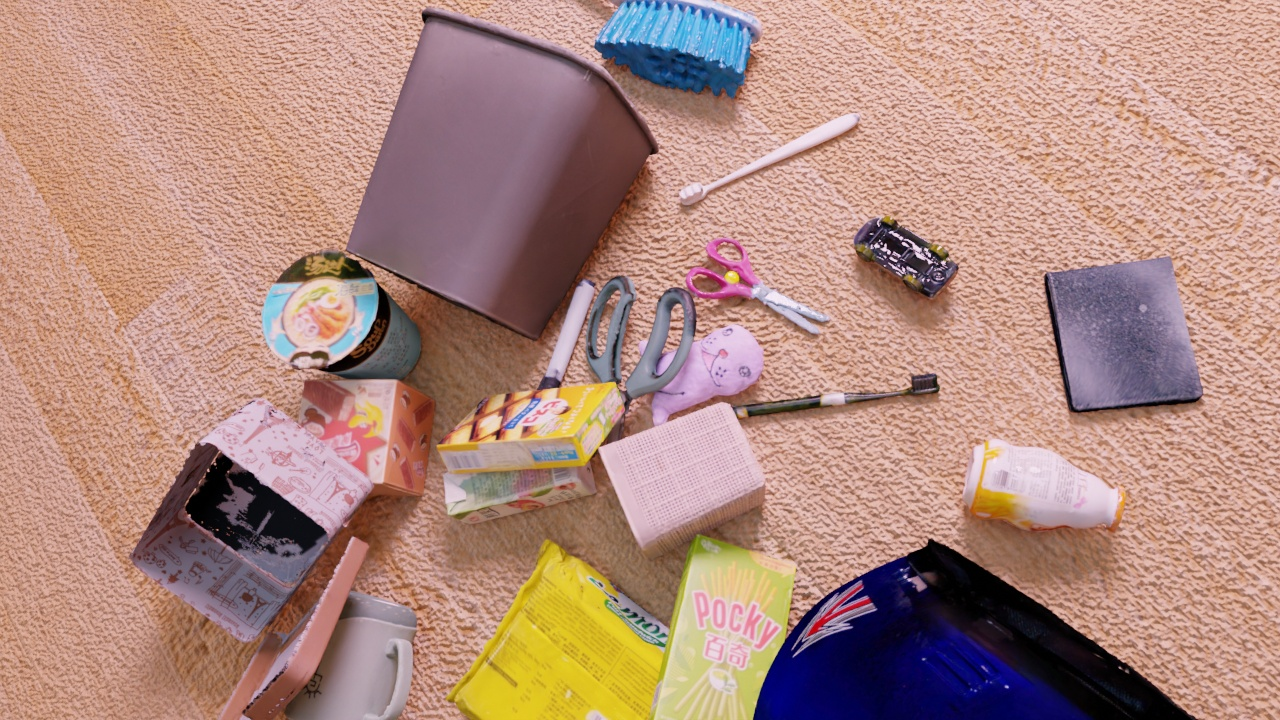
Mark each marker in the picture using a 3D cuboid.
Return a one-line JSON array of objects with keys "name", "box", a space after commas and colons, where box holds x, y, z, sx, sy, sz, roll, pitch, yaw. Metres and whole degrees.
[{"name": "marker", "box": [-0.071, -0.014, 0.844, 0.023, 0.018, 0.130, 13, 78, 26]}]

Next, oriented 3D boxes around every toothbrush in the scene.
[{"name": "toothbrush", "box": [0.119, -0.188, 0.847, 0.180, 0.016, 0.016, -24, 72, 6]}, {"name": "toothbrush", "box": [0.156, 0.031, 0.774, 0.186, 0.017, 0.012, -8, 34, 12]}]

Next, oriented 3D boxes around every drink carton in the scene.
[{"name": "drink carton", "box": [-0.106, 0.105, 0.799, 0.122, 0.053, 0.045, -15, 69, 9]}]

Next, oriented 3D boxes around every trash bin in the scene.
[{"name": "trash bin", "box": [-0.129, -0.153, 0.815, 0.199, 0.199, 0.219, 25, 88, 21]}]

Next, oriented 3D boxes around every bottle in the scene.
[{"name": "bottle", "box": [0.303, 0.099, 0.692, 0.108, 0.063, 0.063, 12, 77, 17]}]

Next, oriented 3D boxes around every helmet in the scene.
[{"name": "helmet", "box": [0.217, 0.280, 0.575, 0.315, 0.247, 0.240, 33, 99, -2]}]

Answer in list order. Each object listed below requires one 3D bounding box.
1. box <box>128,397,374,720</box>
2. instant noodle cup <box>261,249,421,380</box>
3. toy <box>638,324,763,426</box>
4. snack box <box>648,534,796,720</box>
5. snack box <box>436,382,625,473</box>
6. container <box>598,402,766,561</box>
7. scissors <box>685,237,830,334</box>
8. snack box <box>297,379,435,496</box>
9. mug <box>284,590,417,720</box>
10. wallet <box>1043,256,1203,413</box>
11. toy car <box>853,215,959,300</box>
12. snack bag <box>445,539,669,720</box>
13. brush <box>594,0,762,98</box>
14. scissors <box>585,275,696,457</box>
[{"name": "box", "box": [-0.328, 0.168, 0.730, 0.157, 0.217, 0.181, 34, 121, -17]}, {"name": "instant noodle cup", "box": [-0.263, -0.027, 0.841, 0.111, 0.120, 0.111, -4, 72, 12]}, {"name": "toy", "box": [0.054, 0.005, 0.795, 0.108, 0.039, 0.083, -20, 65, 12]}, {"name": "snack box", "box": [0.064, 0.215, 0.694, 0.086, 0.026, 0.156, 19, 52, -1]}, {"name": "snack box", "box": [-0.092, 0.058, 0.777, 0.141, 0.086, 0.034, -5, 116, 27]}, {"name": "container", "box": [0.037, 0.096, 0.745, 0.111, 0.090, 0.090, -24, 70, -1]}, {"name": "scissors", "box": [0.111, -0.067, 0.817, 0.137, 0.017, 0.072, 23, 71, 15]}, {"name": "snack box", "box": [-0.250, 0.071, 0.832, 0.093, 0.077, 0.094, 0, 74, 14]}, {"name": "mug", "box": [-0.229, 0.254, 0.763, 0.112, 0.082, 0.106, 4, 70, 39]}, {"name": "wallet", "box": [0.384, -0.021, 0.732, 0.097, 0.019, 0.120, -7, 74, 11]}, {"name": "toy car", "box": [0.223, -0.087, 0.782, 0.090, 0.035, 0.042, 40, 85, 27]}, {"name": "snack bag", "box": [-0.026, 0.277, 0.721, 0.246, 0.068, 0.158, 34, 84, 19]}, {"name": "brush", "box": [-0.021, -0.348, 0.914, 0.315, 0.060, 0.109, 20, 74, 21]}, {"name": "scissors", "box": [-0.001, 0.009, 0.793, 0.162, 0.019, 0.179, -6, 74, 42]}]
